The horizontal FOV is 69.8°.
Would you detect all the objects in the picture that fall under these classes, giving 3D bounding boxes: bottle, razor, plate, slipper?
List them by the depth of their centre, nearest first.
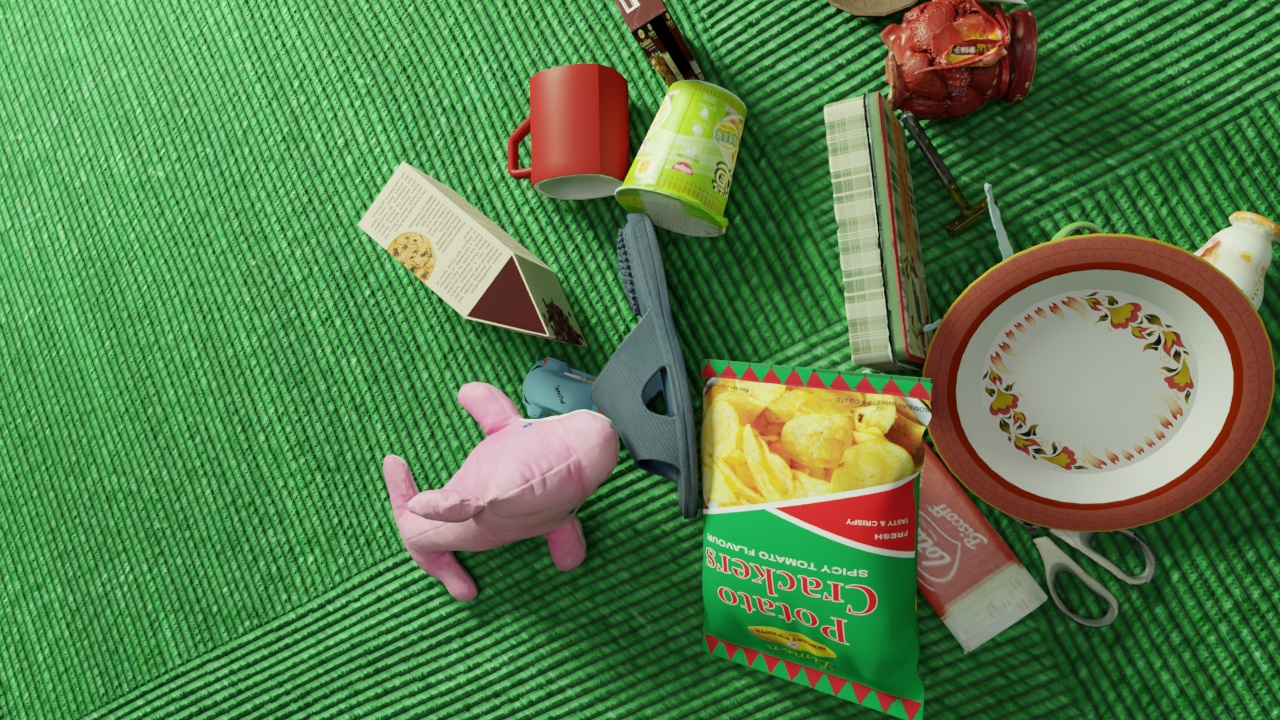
[{"bbox_3d":[0.325,0.019,0.668,0.230,0.021,0.230,6,112,15],"label":"plate"},{"bbox_3d":[0.420,-0.054,0.669,0.063,0.063,0.108,33,95,16],"label":"bottle"},{"bbox_3d":[0.245,-0.238,0.716,0.111,0.099,0.099,1,86,8],"label":"bottle"},{"bbox_3d":[0.238,-0.153,0.730,0.042,0.026,0.106,-35,104,13],"label":"razor"},{"bbox_3d":[-0.005,0.004,0.766,0.082,0.101,0.263,-10,78,-2],"label":"slipper"}]

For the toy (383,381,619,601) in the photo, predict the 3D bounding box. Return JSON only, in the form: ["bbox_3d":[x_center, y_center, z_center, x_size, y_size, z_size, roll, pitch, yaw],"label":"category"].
[{"bbox_3d":[-0.133,0.116,0.770,0.266,0.127,0.186,-31,87,34],"label":"toy"}]

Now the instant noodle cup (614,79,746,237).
[{"bbox_3d":[0.041,-0.173,0.781,0.099,0.099,0.108,16,82,17],"label":"instant noodle cup"}]

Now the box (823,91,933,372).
[{"bbox_3d":[0.187,-0.094,0.714,0.050,0.117,0.205,-8,82,23],"label":"box"}]

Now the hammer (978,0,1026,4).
[{"bbox_3d":[0.175,-0.348,0.724,0.156,0.043,0.322,-47,56,8],"label":"hammer"}]

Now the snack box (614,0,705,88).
[{"bbox_3d":[0.015,-0.273,0.766,0.032,0.140,0.051,-28,78,12],"label":"snack box"}]

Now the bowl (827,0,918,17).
[{"bbox_3d":[0.201,-0.341,0.774,0.118,0.030,0.118,-1,86,16],"label":"bowl"}]

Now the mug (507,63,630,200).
[{"bbox_3d":[-0.068,-0.199,0.819,0.116,0.080,0.096,-4,85,23],"label":"mug"}]

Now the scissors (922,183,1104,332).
[{"bbox_3d":[0.290,-0.055,0.702,0.171,0.021,0.172,-25,109,-8],"label":"scissors"}]

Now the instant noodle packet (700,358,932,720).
[{"bbox_3d":[0.126,0.131,0.706,0.196,0.090,0.253,6,100,40],"label":"instant noodle packet"}]

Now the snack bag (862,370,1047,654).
[{"bbox_3d":[0.218,0.117,0.729,0.077,0.041,0.225,-38,75,9],"label":"snack bag"}]

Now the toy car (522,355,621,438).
[{"bbox_3d":[-0.059,0.035,0.823,0.108,0.027,0.060,19,91,17],"label":"toy car"}]

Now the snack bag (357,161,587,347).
[{"bbox_3d":[-0.138,-0.080,0.820,0.206,0.094,0.070,40,97,16],"label":"snack bag"}]

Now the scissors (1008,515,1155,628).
[{"bbox_3d":[0.320,0.125,0.712,0.133,0.012,0.169,-22,78,12],"label":"scissors"}]
